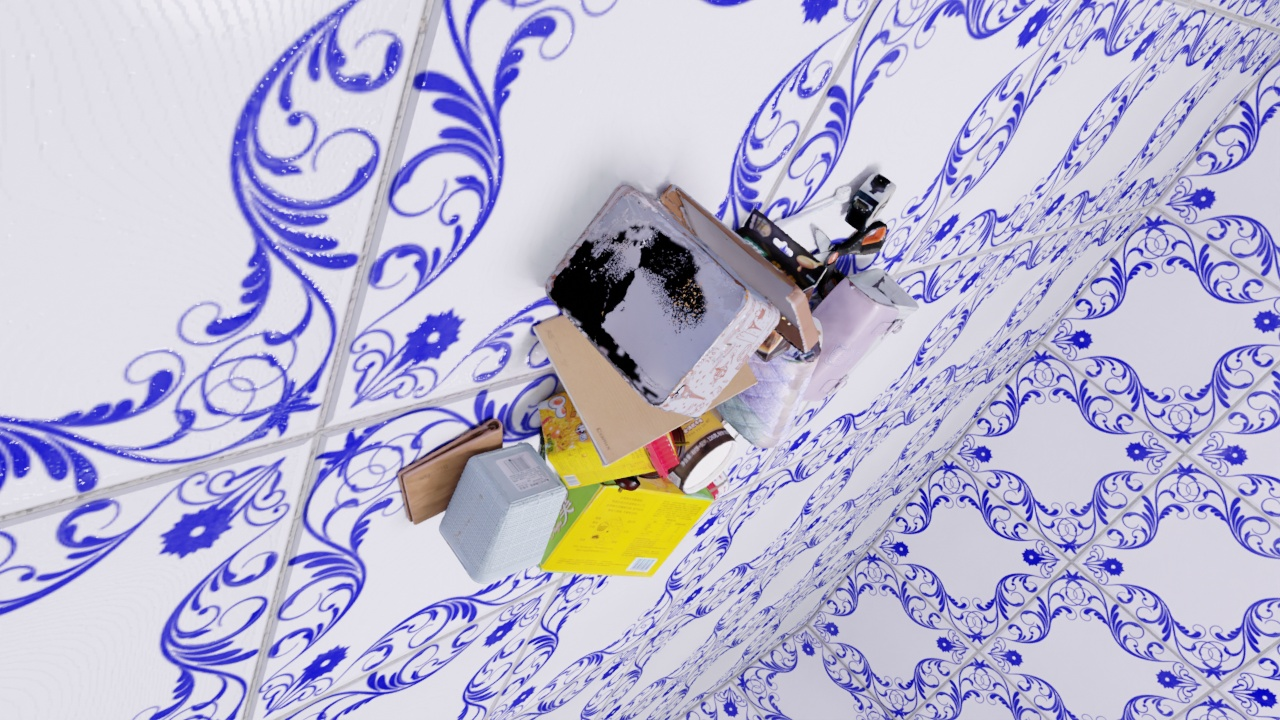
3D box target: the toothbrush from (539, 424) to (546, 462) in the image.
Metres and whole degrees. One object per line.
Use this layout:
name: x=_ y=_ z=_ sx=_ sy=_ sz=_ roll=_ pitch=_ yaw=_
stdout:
toothbrush: x=-0.117 y=0.133 z=1.078 sx=0.012 sy=0.017 sz=0.186 roll=4 pitch=141 yaw=-7

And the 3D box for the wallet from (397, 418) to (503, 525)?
wallet: x=-0.191 y=0.116 z=0.943 sx=0.115 sy=0.020 sz=0.101 roll=-29 pitch=150 yaw=-24

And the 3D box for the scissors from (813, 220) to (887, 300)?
scissors: x=0.261 y=-0.131 z=1.235 sx=0.221 sy=0.021 sz=0.211 roll=-30 pitch=152 yaw=-29

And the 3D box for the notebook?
notebook: x=0.010 y=-0.003 z=0.922 sx=0.210 sy=0.149 sz=0.012 roll=-25 pitch=175 yaw=-35

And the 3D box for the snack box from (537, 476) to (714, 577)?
snack box: x=-0.027 y=0.203 z=1.200 sx=0.209 sy=0.070 sz=0.158 roll=16 pitch=118 yaw=-43

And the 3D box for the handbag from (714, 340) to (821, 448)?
handbag: x=0.151 y=0.012 z=1.158 sx=0.075 sy=0.134 sz=0.194 roll=-31 pitch=153 yaw=-25

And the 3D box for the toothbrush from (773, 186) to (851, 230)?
toothbrush: x=0.188 y=-0.171 z=1.073 sx=0.179 sy=0.016 sz=0.016 roll=-28 pitch=142 yaw=-33

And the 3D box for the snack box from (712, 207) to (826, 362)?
snack box: x=0.130 y=-0.081 z=1.009 sx=0.053 sy=0.113 sz=0.126 roll=-29 pitch=150 yaw=-30

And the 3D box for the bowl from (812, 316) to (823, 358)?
bowl: x=0.191 y=-0.015 z=1.237 sx=0.062 sy=0.113 sz=0.114 roll=21 pitch=120 yaw=-17

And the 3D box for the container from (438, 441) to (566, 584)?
container: x=-0.140 y=0.153 z=0.946 sx=0.090 sy=0.090 sz=0.112 roll=-13 pitch=139 yaw=-43

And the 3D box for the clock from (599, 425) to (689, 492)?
clock: x=-0.004 y=0.104 z=1.076 sx=0.122 sy=0.082 sz=0.055 roll=-32 pitch=163 yaw=13

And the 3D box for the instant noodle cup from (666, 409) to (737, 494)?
instant noodle cup: x=0.051 y=0.098 z=1.163 sx=0.118 sy=0.114 sz=0.119 roll=-34 pitch=153 yaw=-20

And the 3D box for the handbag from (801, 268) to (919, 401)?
handbag: x=0.287 y=-0.032 z=1.317 sx=0.144 sy=0.098 sz=0.197 roll=-7 pitch=142 yaw=-50

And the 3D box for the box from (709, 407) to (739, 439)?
box: x=0.072 y=0.131 z=1.313 sx=0.185 sy=0.060 sz=0.089 roll=-52 pitch=153 yaw=19

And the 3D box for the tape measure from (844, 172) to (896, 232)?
tape measure: x=0.288 y=-0.200 z=1.143 sx=0.066 sy=0.033 sz=0.066 roll=-50 pitch=167 yaw=-7

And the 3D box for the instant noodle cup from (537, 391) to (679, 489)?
instant noodle cup: x=-0.036 y=0.072 z=0.976 sx=0.124 sy=0.116 sz=0.116 roll=-19 pitch=142 yaw=5

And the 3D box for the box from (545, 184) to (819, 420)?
box: x=0.051 y=-0.055 z=0.859 sx=0.157 sy=0.183 sz=0.193 roll=-49 pitch=152 yaw=12

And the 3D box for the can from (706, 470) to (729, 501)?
can: x=0.078 y=0.217 z=1.456 sx=0.132 sy=0.053 sz=0.053 roll=-28 pitch=150 yaw=-31
